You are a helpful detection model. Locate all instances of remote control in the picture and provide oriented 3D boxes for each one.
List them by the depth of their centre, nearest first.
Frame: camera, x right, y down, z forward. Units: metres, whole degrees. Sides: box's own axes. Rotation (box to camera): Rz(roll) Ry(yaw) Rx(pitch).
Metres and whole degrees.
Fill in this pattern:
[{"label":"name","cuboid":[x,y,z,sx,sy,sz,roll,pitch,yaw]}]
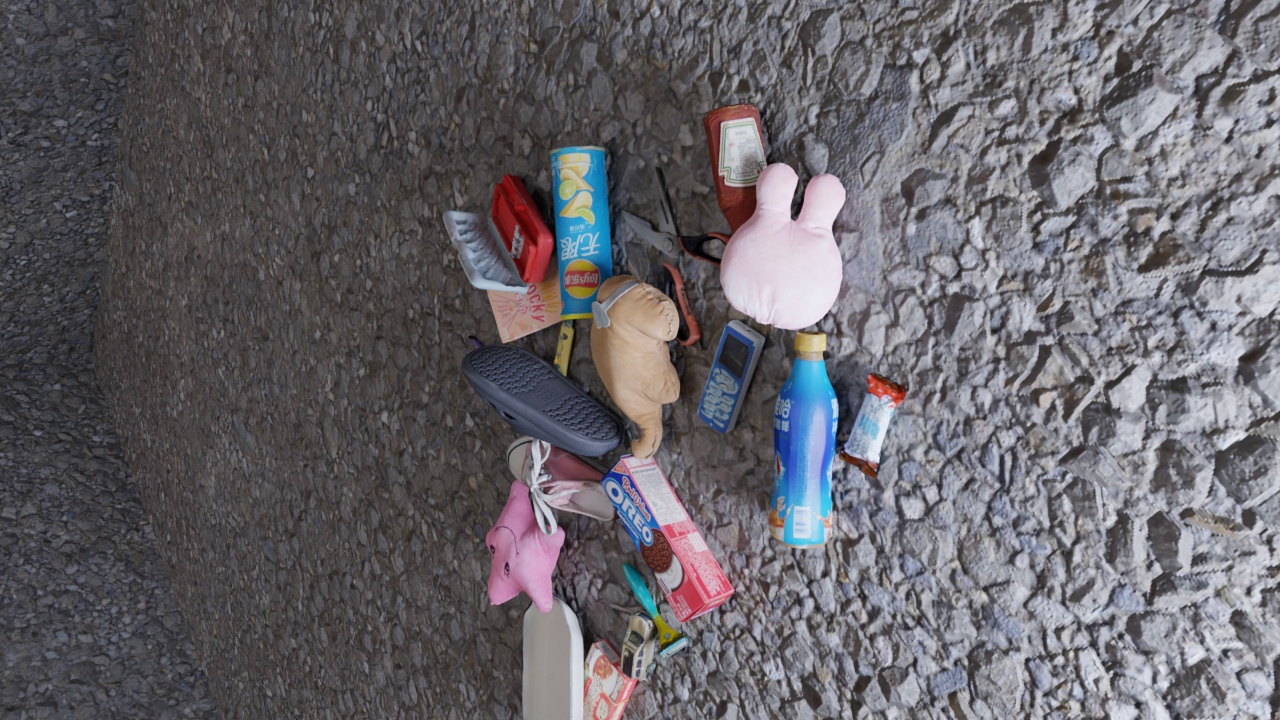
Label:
[{"label":"remote control","cuboid":[0.101,0.019,1.028,0.049,0.024,0.125,37,123,37]}]

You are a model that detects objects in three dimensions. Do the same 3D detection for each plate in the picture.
[{"label":"plate","cuboid":[-0.121,0.463,1.302,0.162,0.034,0.265,-8,81,59]}]

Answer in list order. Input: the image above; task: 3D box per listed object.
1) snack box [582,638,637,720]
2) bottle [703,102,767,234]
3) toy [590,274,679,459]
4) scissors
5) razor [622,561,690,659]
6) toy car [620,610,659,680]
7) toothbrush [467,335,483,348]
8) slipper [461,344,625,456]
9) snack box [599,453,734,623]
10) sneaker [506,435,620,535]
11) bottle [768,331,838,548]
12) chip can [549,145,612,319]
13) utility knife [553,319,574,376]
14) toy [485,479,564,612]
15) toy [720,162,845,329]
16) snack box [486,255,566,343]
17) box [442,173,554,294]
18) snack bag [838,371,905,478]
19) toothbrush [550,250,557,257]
[{"label":"snack box","cuboid":[-0.056,0.465,1.270,0.075,0.025,0.153,42,124,36]},{"label":"bottle","cuboid":[0.111,-0.163,0.966,0.060,0.059,0.206,-6,96,47]},{"label":"toy","cuboid":[-0.007,0.006,1.101,0.143,0.082,0.226,37,138,48]},{"label":"scissors","cuboid":[0.044,-0.119,1.075,0.225,0.015,0.189,29,117,42]},{"label":"razor","cuboid":[0.012,0.313,1.169,0.132,0.043,0.028,55,172,29]},{"label":"toy car","cuboid":[-0.002,0.370,1.190,0.042,0.035,0.090,21,109,41]},{"label":"toothbrush","cuboid":[-0.208,0.014,1.369,0.189,0.014,0.017,41,136,36]},{"label":"slipper","cuboid":[-0.140,0.067,1.223,0.268,0.110,0.083,31,123,28]},{"label":"snack box","cuboid":[0.030,0.210,1.113,0.057,0.058,0.207,-50,61,36]},{"label":"sneaker","cuboid":[-0.116,0.160,1.238,0.241,0.087,0.118,19,110,43]},{"label":"bottle","cuboid":[0.167,0.080,0.938,0.065,0.065,0.219,11,104,46]},{"label":"chip can","cuboid":[-0.072,-0.158,1.152,0.071,0.071,0.210,2,97,47]},{"label":"utility knife","cuboid":[-0.110,0.004,1.265,0.031,0.019,0.179,29,113,34]},{"label":"toy","cuboid":[-0.172,0.286,1.319,0.194,0.074,0.179,42,111,47]},{"label":"toy","cuboid":[0.147,-0.112,0.917,0.121,0.054,0.159,16,100,5]},{"label":"snack box","cuboid":[-0.145,-0.083,1.252,0.158,0.026,0.084,-18,89,43]},{"label":"box","cuboid":[-0.192,-0.176,1.219,0.201,0.100,0.095,58,137,48]},{"label":"snack bag","cuboid":[0.227,0.063,0.899,0.045,0.026,0.105,30,118,30]},{"label":"toothbrush","cuboid":[-0.128,-0.128,1.256,0.029,0.020,0.190,42,135,-15]}]
